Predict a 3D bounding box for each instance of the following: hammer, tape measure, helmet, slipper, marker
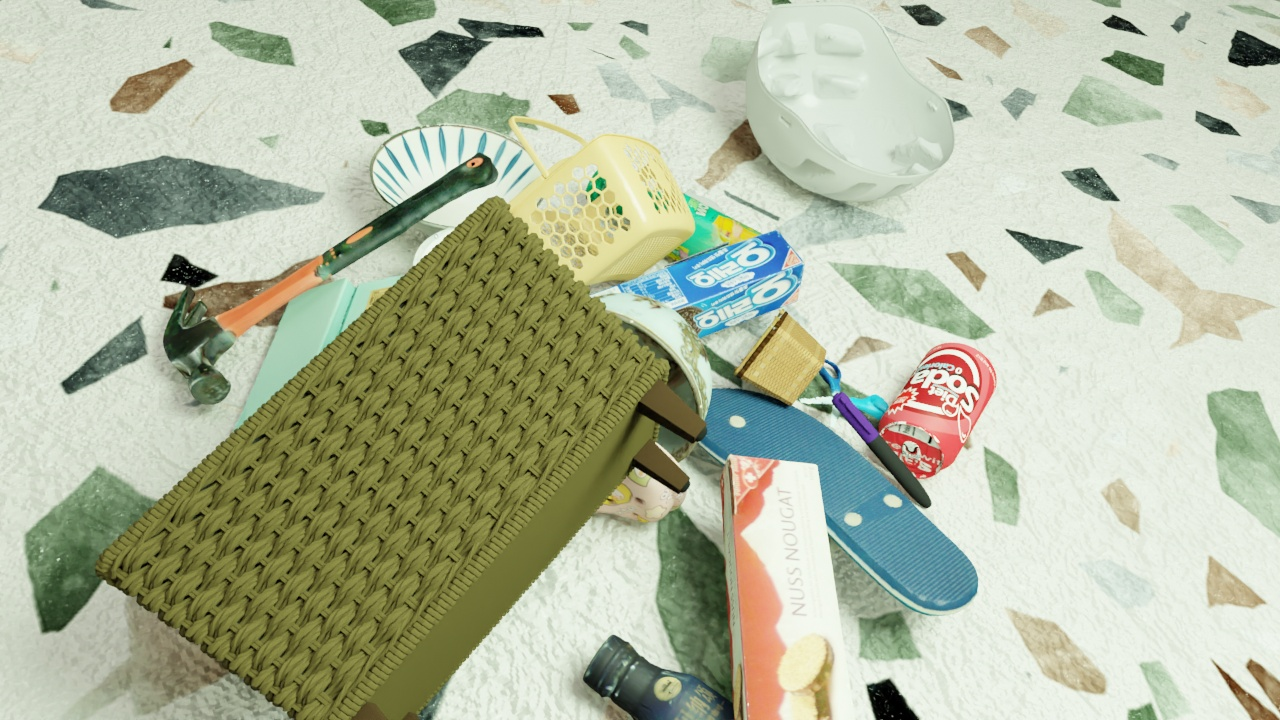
[{"bbox_3d":[-0.266,-0.093,0.820,0.332,0.033,0.133,-36,47,-17],"label":"hammer"},{"bbox_3d":[0.062,-0.167,1.051,0.062,0.020,0.060,34,49,17],"label":"tape measure"},{"bbox_3d":[0.248,-0.299,1.108,0.223,0.184,0.282,-20,49,-23],"label":"helmet"},{"bbox_3d":[-0.061,0.090,0.739,0.197,0.093,0.081,20,57,5],"label":"slipper"},{"bbox_3d":[0.152,0.118,0.782,0.118,0.060,0.295,-23,47,-34],"label":"slipper"},{"bbox_3d":[0.220,0.082,0.832,0.015,0.018,0.134,-40,91,-13],"label":"marker"}]

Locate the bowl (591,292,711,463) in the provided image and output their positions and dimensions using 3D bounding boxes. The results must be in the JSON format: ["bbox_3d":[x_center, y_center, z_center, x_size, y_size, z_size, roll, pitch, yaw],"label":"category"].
[{"bbox_3d":[-0.005,0.005,0.786,0.160,0.160,0.093,27,41,11],"label":"bowl"}]

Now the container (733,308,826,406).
[{"bbox_3d":[0.135,-0.002,0.864,0.061,0.063,0.113,37,16,5],"label":"container"}]

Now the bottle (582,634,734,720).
[{"bbox_3d":[0.035,0.250,0.632,0.161,0.056,0.056,31,48,15],"label":"bottle"}]

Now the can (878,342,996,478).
[{"bbox_3d":[0.283,0.045,0.873,0.074,0.075,0.142,33,48,16],"label":"can"}]

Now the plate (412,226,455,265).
[{"bbox_3d":[-0.128,-0.068,0.829,0.157,0.014,0.156,15,41,-13],"label":"plate"}]

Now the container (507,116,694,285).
[{"bbox_3d":[-0.044,-0.167,0.891,0.167,0.129,0.183,56,19,6],"label":"container"}]

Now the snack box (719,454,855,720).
[{"bbox_3d":[0.099,0.187,0.631,0.076,0.044,0.272,7,49,-6],"label":"snack box"}]

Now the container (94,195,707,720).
[{"bbox_3d":[-0.122,0.094,0.600,0.205,0.177,0.320,38,71,13],"label":"container"}]

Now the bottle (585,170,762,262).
[{"bbox_3d":[0.038,-0.147,0.993,0.210,0.068,0.067,29,48,13],"label":"bottle"}]

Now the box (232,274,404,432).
[{"bbox_3d":[-0.259,0.000,0.771,0.136,0.033,0.186,-16,44,18],"label":"box"}]

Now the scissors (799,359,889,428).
[{"bbox_3d":[0.182,0.031,0.881,0.133,0.015,0.104,-3,43,-43],"label":"scissors"}]

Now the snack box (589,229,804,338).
[{"bbox_3d":[0.046,-0.058,0.887,0.226,0.060,0.059,-21,53,-13],"label":"snack box"}]

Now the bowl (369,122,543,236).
[{"bbox_3d":[-0.189,-0.167,0.952,0.177,0.071,0.177,7,46,-8],"label":"bowl"}]
